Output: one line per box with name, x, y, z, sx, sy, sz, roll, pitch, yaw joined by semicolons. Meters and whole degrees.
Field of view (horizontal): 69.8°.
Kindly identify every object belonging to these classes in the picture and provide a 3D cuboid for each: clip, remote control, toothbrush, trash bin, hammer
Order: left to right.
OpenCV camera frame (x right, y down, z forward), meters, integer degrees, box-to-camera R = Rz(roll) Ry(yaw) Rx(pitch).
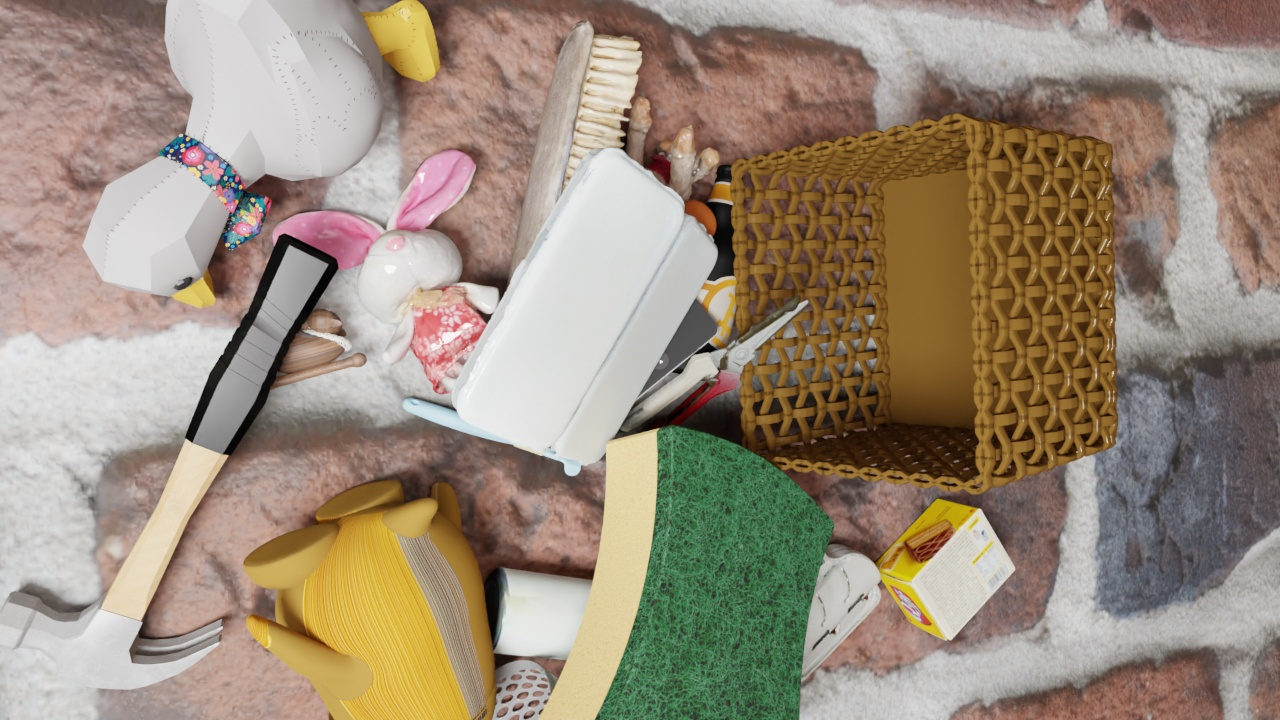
hammer;-0.296;0.069;0.615;0.131;0.039;0.328;27;93;-24
toothbrush;-0.117;0.060;0.738;0.155;0.016;0.022;23;53;-22
trash bin;-0.058;0.347;0.703;0.183;0.157;0.156;43;76;-22
remote control;-0.004;0.004;0.752;0.147;0.008;0.045;-39;79;5
clip;0.159;0.213;0.844;0.124;0.074;0.144;-40;117;-20

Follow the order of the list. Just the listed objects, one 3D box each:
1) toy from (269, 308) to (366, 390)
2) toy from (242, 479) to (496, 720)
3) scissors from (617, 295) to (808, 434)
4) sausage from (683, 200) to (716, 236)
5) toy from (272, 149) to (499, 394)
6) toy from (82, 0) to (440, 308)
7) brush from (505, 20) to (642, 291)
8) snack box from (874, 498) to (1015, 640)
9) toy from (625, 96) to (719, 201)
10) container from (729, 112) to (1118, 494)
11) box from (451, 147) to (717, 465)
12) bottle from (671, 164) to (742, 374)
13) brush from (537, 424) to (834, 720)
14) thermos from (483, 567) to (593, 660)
toy;-0.253;-0.005;0.661;0.101;0.042;0.055;-17;84;-16
toy;-0.179;0.201;0.659;0.198;0.163;0.203;-39;115;-59
scissors;0.060;0.015;0.746;0.188;0.015;0.146;-14;135;7
sausage;-0.002;-0.064;0.745;0.039;0.044;0.164;44;94;-2
toy;-0.161;-0.051;0.672;0.159;0.084;0.194;-26;78;-16
toy;-0.249;-0.162;0.585;0.141;0.247;0.266;33;60;0
brush;-0.058;-0.129;0.718;0.056;0.083;0.271;13;87;-23
snack box;0.297;0.203;0.898;0.105;0.061;0.083;-40;107;-17
toy;0.004;-0.152;0.760;0.106;0.085;0.074;-55;149;10
container;0.231;-0.046;0.746;0.213;0.220;0.251;-6;95;-41
box;-0.025;-0.026;0.660;0.192;0.061;0.210;33;87;-50
bottle;0.059;-0.077;0.784;0.059;0.059;0.181;13;87;-23
brush;0.045;0.191;0.690;0.195;0.075;0.249;32;57;-31
thermos;-0.017;0.219;0.761;0.230;0.068;0.068;15;86;-24
